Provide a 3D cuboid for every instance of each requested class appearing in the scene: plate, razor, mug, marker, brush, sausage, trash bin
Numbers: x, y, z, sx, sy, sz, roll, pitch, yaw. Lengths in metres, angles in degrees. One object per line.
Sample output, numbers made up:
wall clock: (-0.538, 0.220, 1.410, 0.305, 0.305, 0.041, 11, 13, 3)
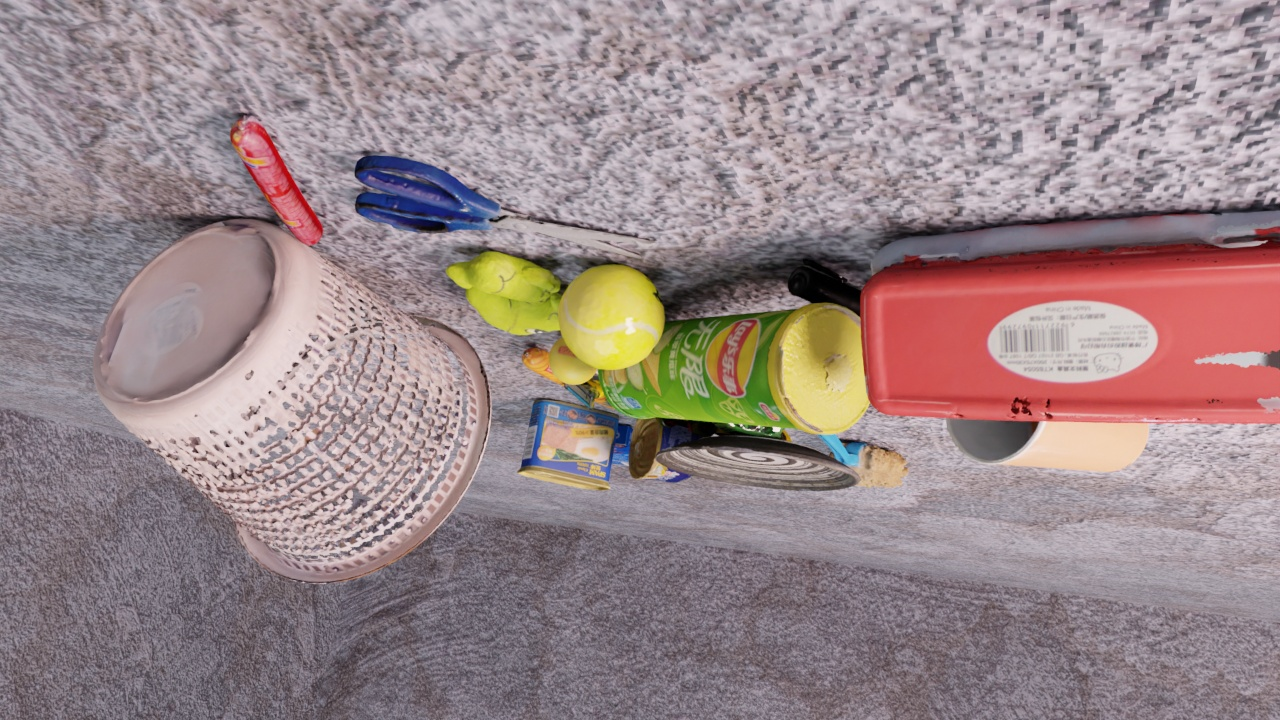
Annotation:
plate: (0.103, 0.087, 0.805, 0.179, 0.024, 0.179, 8, 164, 2)
razor: (-0.010, 0.032, 0.841, 0.132, 0.028, 0.043, 14, -166, -46)
mug: (0.276, 0.038, 0.613, 0.122, 0.078, 0.078, 11, 166, -29)
marker: (0.138, -0.029, 0.542, 0.132, 0.022, 0.020, 18, 174, -34)
brush: (0.193, 0.082, 0.907, 0.083, 0.045, 0.254, 3, 161, 37)
sausage: (-0.058, 0.018, 0.843, 0.021, 0.021, 0.165, 0, 163, 32)
trash bin: (-0.246, 0.017, 0.635, 0.228, 0.227, 0.192, 3, 151, 23)
sausage: (-0.201, -0.096, 0.510, 0.020, 0.020, 0.156, 11, 165, -4)

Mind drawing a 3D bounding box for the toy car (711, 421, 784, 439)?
toy car: (0.080, 0.043, 0.773, 0.091, 0.036, 0.043, 18, 169, -10)

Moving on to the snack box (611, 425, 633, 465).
snack box: (-0.032, 0.107, 1.150, 0.085, 0.026, 0.157, 4, 164, 19)

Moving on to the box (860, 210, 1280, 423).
box: (0.215, -0.025, 0.438, 0.202, 0.095, 0.098, -1, -168, 31)

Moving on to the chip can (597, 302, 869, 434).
chip can: (0.048, 0.006, 0.582, 0.072, 0.072, 0.222, 17, 171, -28)

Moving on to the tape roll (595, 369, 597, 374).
tape roll: (-0.005, 0.005, 0.773, 0.086, 0.014, 0.086, 9, 166, 2)

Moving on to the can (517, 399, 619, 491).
can: (-0.078, 0.095, 1.022, 0.102, 0.083, 0.057, 15, 164, -21)

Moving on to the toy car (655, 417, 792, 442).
toy car: (0.078, 0.057, 0.853, 0.155, 0.041, 0.071, 20, 175, -33)

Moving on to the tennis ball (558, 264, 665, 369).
tennis ball: (-0.018, -0.027, 0.563, 0.065, 0.065, 0.065, 9, 165, 2)

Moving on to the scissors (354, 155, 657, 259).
scissors: (-0.081, -0.077, 0.520, 0.141, 0.012, 0.170, -7, 159, 42)

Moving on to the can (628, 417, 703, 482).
can: (0.025, 0.089, 0.959, 0.049, 0.074, 0.148, 9, 167, -10)

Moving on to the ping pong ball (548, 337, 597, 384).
ping pong ball: (-0.053, -0.001, 0.731, 0.040, 0.040, 0.040, 9, 165, 2)

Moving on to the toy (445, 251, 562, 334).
toy: (-0.083, -0.044, 0.609, 0.096, 0.031, 0.100, 14, 160, -16)
